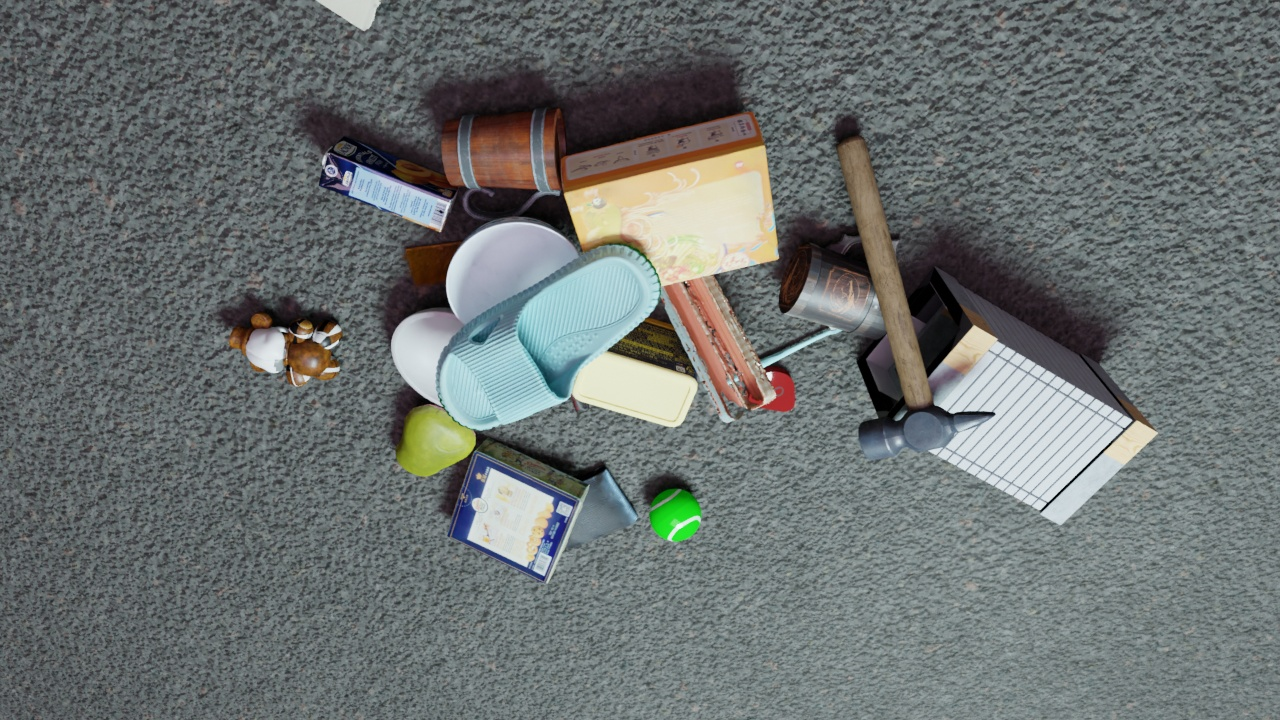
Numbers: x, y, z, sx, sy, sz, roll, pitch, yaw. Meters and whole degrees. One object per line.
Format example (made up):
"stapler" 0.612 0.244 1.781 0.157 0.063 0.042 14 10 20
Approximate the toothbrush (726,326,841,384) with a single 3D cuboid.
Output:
"toothbrush" 0.157 -0.007 1.060 0.181 0.016 0.016 -28 119 15

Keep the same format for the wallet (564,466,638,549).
"wallet" -0.072 0.190 1.172 0.115 0.026 0.089 -25 115 14

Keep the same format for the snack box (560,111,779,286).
"snack box" 0.032 -0.156 0.927 0.195 0.080 0.145 -12 136 5

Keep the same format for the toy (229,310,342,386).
"toy" -0.404 -0.015 1.043 0.112 0.067 0.087 17 119 2

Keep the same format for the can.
"can" -0.006 0.006 1.019 0.135 0.104 0.075 17 119 -8

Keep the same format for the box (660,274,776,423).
"box" 0.077 -0.026 0.987 0.067 0.057 0.187 -26 86 -25

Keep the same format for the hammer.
"hammer" 0.250 -0.068 0.913 0.130 0.040 0.321 -16 85 32

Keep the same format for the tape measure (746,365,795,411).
"tape measure" 0.158 0.032 1.081 0.059 0.019 0.051 11 118 -13

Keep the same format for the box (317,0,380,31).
"box" -0.256 -0.349 0.775 0.143 0.180 0.081 28 118 -7

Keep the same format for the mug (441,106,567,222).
"mug" -0.133 -0.194 0.925 0.111 0.081 0.117 0 128 5

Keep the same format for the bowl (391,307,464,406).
"bowl" -0.204 -0.008 1.042 0.149 0.043 0.150 9 132 10

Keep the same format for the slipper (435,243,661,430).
"slipper" -0.100 -0.017 0.920 0.277 0.069 0.116 -33 104 17

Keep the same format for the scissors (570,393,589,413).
"scissors" -0.129 -0.002 1.068 0.180 0.015 0.198 -37 112 20

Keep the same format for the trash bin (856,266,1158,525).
"trash bin" 0.394 0.039 1.009 0.247 0.142 0.143 27 117 -14

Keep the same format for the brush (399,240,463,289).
"brush" -0.193 -0.109 1.006 0.126 0.017 0.048 -7 119 5

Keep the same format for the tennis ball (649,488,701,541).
"tennis ball" 0.044 0.193 1.149 0.065 0.065 0.065 0 120 1

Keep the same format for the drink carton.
"drink carton" -0.256 -0.181 0.939 0.130 0.064 0.040 20 115 -11

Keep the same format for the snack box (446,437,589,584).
"snack box" -0.154 0.188 1.143 0.145 0.042 0.145 25 118 5

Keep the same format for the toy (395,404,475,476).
"toy" -0.254 0.099 1.106 0.090 0.051 0.110 32 121 -30

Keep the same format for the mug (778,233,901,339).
"mug" 0.220 -0.090 0.985 0.107 0.080 0.116 17 92 -10

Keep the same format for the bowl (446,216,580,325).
"bowl" -0.130 -0.095 0.965 0.144 0.074 0.144 -4 124 -7
